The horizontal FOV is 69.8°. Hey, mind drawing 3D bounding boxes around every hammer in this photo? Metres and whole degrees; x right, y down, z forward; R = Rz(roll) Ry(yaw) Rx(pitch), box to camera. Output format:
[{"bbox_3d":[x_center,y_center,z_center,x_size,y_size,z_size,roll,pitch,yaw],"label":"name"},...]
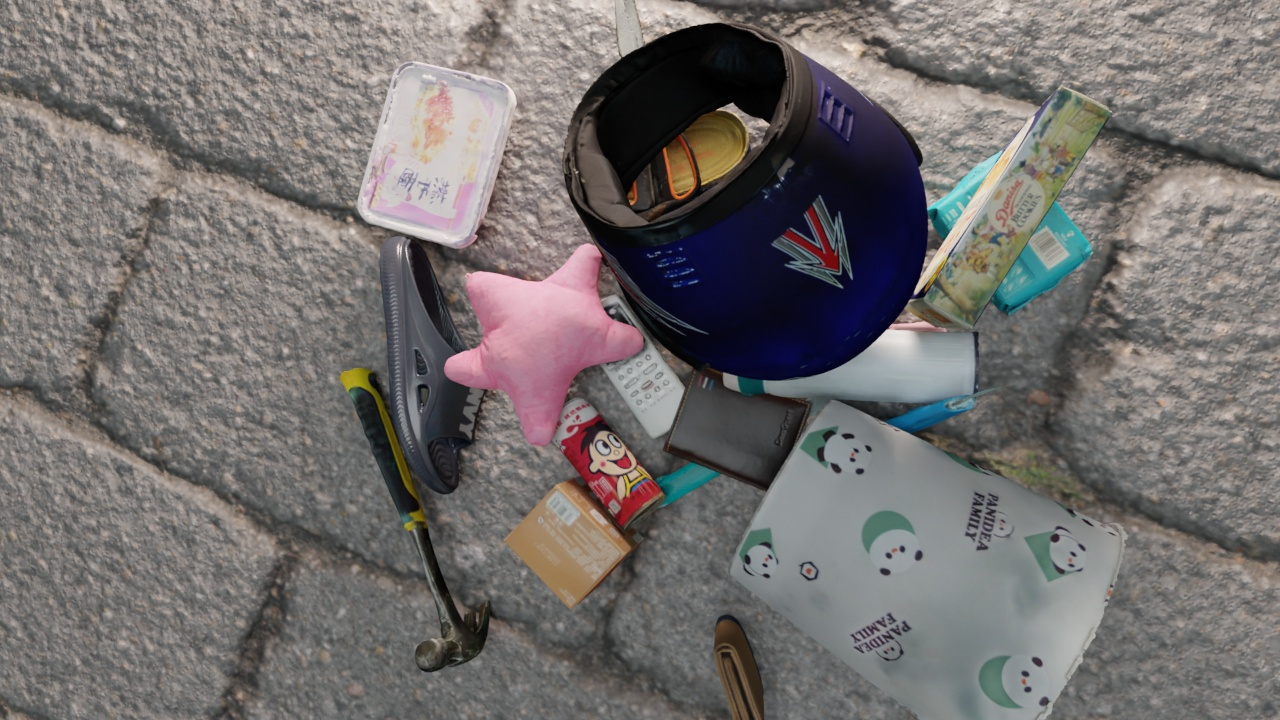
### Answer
[{"bbox_3d":[-0.235,0.154,0.938,0.032,0.126,0.323,-29,73,11],"label":"hammer"}]

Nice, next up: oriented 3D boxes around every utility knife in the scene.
[{"bbox_3d":[0.252,0.045,0.791,0.034,0.195,0.018,-7,77,-15],"label":"utility knife"},{"bbox_3d":[0.093,0.088,0.910,0.223,0.013,0.029,-32,83,8],"label":"utility knife"}]

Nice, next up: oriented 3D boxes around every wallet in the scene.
[{"bbox_3d":[0.094,0.065,0.893,0.122,0.020,0.096,21,90,5],"label":"wallet"},{"bbox_3d":[0.091,0.292,0.854,0.033,0.115,0.090,-19,85,4],"label":"wallet"}]

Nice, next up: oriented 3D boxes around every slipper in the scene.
[{"bbox_3d":[-0.201,-0.001,0.926,0.083,0.110,0.268,-11,83,8],"label":"slipper"}]

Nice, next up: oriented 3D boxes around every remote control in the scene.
[{"bbox_3d":[-0.005,0.005,0.928,0.058,0.021,0.150,-37,83,8],"label":"remote control"}]

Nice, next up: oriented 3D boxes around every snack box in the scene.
[{"bbox_3d":[0.286,-0.112,0.741,0.046,0.177,0.182,33,98,9],"label":"snack box"},{"bbox_3d":[-0.063,0.175,0.898,0.093,0.094,0.077,44,97,9],"label":"snack box"}]

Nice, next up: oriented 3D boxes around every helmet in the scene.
[{"bbox_3d":[0.090,-0.118,0.754,0.247,0.240,0.315,-44,37,5],"label":"helmet"}]

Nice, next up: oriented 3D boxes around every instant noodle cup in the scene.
[{"bbox_3d":[-0.204,-0.209,0.955,0.138,0.060,0.173,17,93,11],"label":"instant noodle cup"}]

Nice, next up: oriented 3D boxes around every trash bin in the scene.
[{"bbox_3d":[0.229,0.172,0.784,0.252,0.229,0.229,31,94,17],"label":"trash bin"}]

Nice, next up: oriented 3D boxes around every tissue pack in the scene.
[{"bbox_3d":[0.338,-0.119,0.847,0.093,0.050,0.133,-36,82,11],"label":"tissue pack"}]

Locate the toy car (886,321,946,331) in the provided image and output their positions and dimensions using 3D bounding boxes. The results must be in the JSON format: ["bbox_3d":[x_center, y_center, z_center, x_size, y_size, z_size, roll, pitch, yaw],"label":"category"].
[{"bbox_3d":[0.235,-0.009,0.873,0.122,0.037,0.056,-4,89,10],"label":"toy car"}]

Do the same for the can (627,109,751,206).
[{"bbox_3d":[0.037,-0.197,0.911,0.148,0.049,0.074,-18,85,10],"label":"can"}]

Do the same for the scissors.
[{"bbox_3d":[0.014,-0.253,0.884,0.143,0.021,0.235,13,87,4],"label":"scissors"}]

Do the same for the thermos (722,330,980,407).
[{"bbox_3d":[0.186,0.005,0.833,0.224,0.073,0.073,2,89,16],"label":"thermos"}]

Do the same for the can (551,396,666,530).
[{"bbox_3d":[-0.036,0.101,0.909,0.053,0.053,0.132,-43,74,7],"label":"can"}]

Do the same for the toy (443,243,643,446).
[{"bbox_3d":[-0.098,-0.034,0.896,0.178,0.075,0.194,42,81,3],"label":"toy"}]
